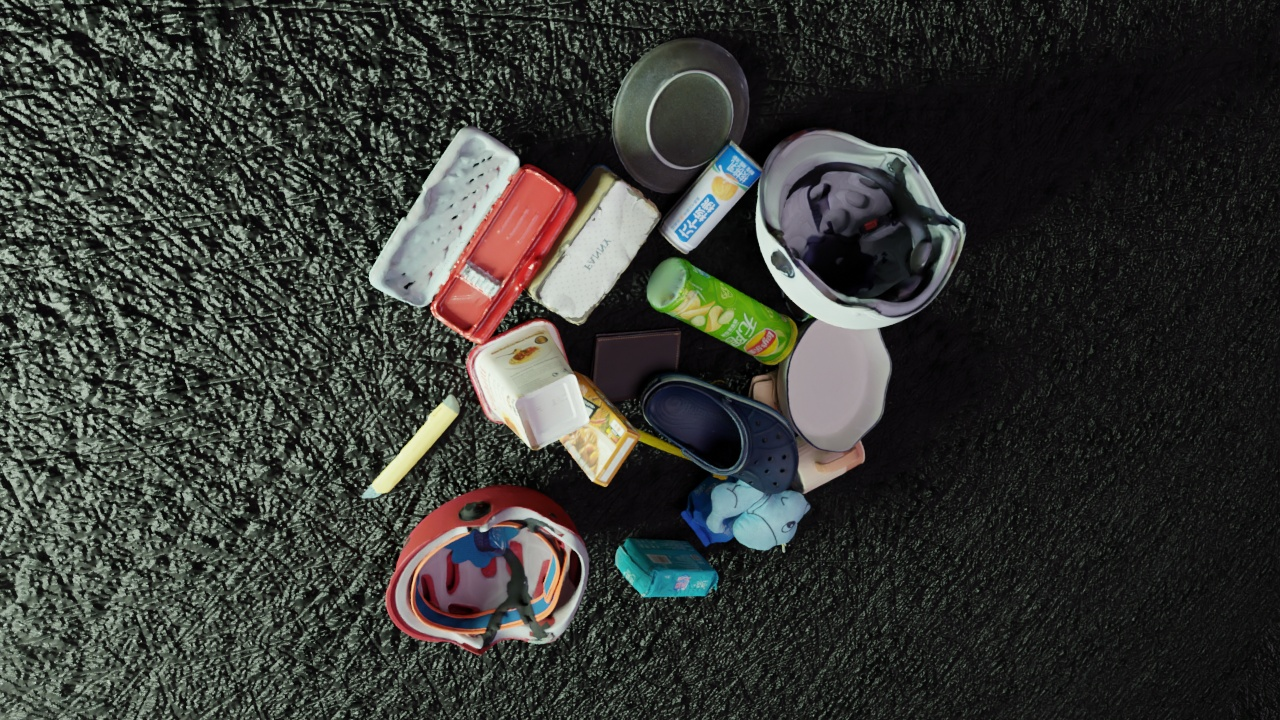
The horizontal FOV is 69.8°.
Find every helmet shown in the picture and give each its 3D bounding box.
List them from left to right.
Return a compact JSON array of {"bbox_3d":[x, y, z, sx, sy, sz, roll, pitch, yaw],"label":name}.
[{"bbox_3d":[-0.190,0.243,1.136,0.240,0.143,0.207,-3,118,-13],"label":"helmet"},{"bbox_3d":[0.249,-0.148,1.135,0.228,0.258,0.146,-43,169,-20],"label":"helmet"}]

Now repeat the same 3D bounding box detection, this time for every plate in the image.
[{"bbox_3d":[0.053,-0.277,1.052,0.179,0.024,0.180,-14,122,-23],"label":"plate"},{"bbox_3d":[0.271,0.025,1.299,0.204,0.046,0.205,-4,98,-33],"label":"plate"}]

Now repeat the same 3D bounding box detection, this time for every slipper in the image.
[{"bbox_3d":[0.114,0.098,1.197,0.252,0.095,0.105,31,110,-20],"label":"slipper"}]

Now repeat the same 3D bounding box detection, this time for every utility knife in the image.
[{"bbox_3d":[-0.270,0.107,1.088,0.167,0.018,0.031,-50,125,2],"label":"utility knife"}]

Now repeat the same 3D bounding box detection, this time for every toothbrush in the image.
[{"bbox_3d":[0.042,0.123,1.248,0.190,0.016,0.016,26,117,-23],"label":"toothbrush"}]

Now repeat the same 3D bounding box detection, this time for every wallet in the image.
[{"bbox_3d":[-0.007,0.007,1.182,0.122,0.020,0.096,-6,115,-27],"label":"wallet"},{"bbox_3d":[0.189,0.055,1.294,0.115,0.024,0.087,-8,106,-45],"label":"wallet"}]

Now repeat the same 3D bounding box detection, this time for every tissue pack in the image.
[{"bbox_3d":[0.040,0.300,1.328,0.133,0.093,0.050,9,107,-33],"label":"tissue pack"},{"bbox_3d":[0.133,0.199,1.350,0.157,0.052,0.095,-42,127,-3],"label":"tissue pack"}]

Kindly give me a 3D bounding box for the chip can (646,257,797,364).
[{"bbox_3d":[0.105,-0.062,1.173,0.221,0.072,0.073,23,103,-37],"label":"chip can"}]

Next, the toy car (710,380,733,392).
[{"bbox_3d":[0.109,0.088,1.279,0.071,0.041,0.156,-31,129,-12],"label":"toy car"}]

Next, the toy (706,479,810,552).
[{"bbox_3d":[0.172,0.221,1.318,0.161,0.050,0.156,-24,120,-14],"label":"toy"}]

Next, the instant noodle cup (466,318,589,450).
[{"bbox_3d":[-0.124,0.031,1.061,0.116,0.124,0.116,-26,127,-16],"label":"instant noodle cup"}]

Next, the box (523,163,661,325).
[{"bbox_3d":[-0.056,-0.136,1.048,0.089,0.062,0.184,35,94,-39],"label":"box"}]

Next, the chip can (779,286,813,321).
[{"bbox_3d":[0.309,-0.118,1.260,0.235,0.072,0.072,-17,123,-20],"label":"chip can"}]

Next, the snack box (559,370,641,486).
[{"bbox_3d":[-0.061,0.079,1.105,0.026,0.154,0.075,28,100,-38],"label":"snack box"}]

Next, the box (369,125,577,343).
[{"bbox_3d":[-0.179,-0.132,0.988,0.161,0.059,0.201,31,99,-26],"label":"box"}]

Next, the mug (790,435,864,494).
[{"bbox_3d":[0.273,0.143,1.361,0.105,0.114,0.081,-27,101,-12],"label":"mug"}]

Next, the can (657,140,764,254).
[{"bbox_3d":[0.082,-0.191,1.085,0.053,0.053,0.135,30,110,-38],"label":"can"}]
